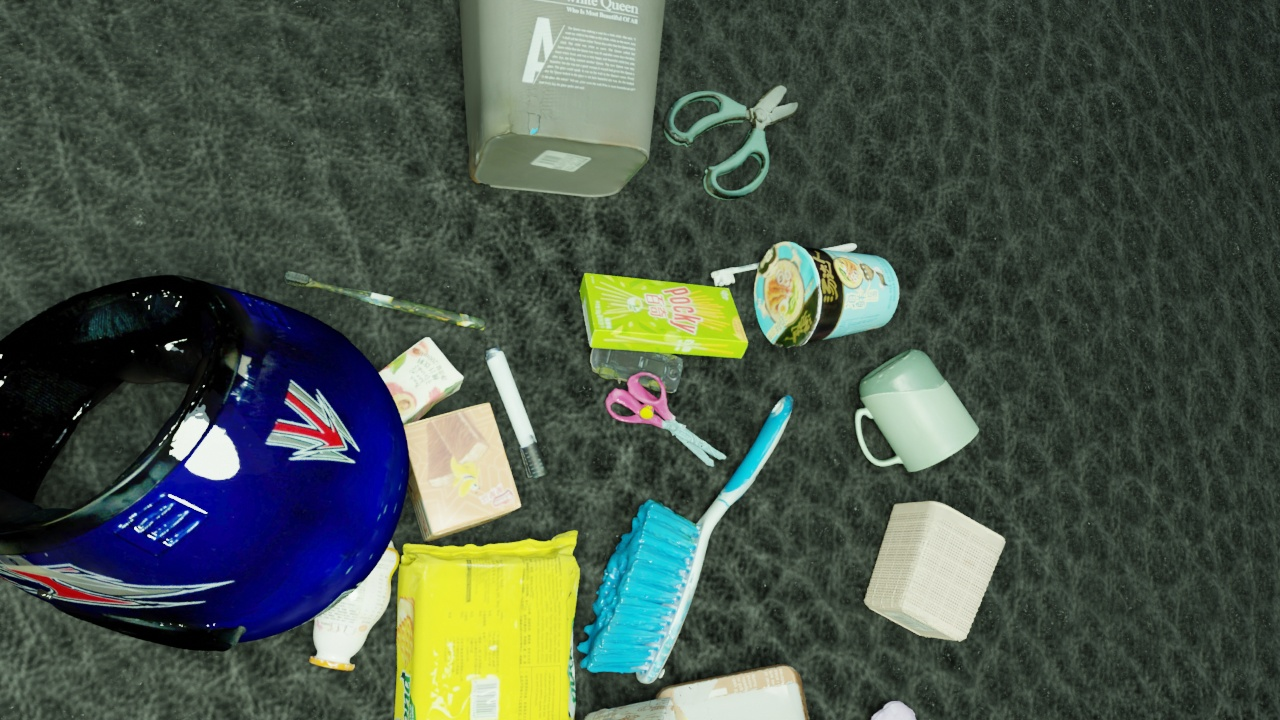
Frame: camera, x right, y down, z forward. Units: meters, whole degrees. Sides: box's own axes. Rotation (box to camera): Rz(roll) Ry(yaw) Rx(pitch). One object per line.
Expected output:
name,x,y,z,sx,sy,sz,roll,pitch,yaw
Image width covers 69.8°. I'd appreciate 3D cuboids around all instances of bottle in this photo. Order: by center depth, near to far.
bottle,-0.241,0.198,0.760,0.063,0.063,0.108,16,72,-14

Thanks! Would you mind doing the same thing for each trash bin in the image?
trash bin,-0.078,-0.287,0.873,0.199,0.199,0.219,3,81,-17

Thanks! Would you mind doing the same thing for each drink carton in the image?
drink carton,-0.222,0.038,0.816,0.122,0.046,0.053,-40,85,-23

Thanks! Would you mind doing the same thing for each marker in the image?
marker,-0.118,0.050,0.862,0.022,0.018,0.130,-21,84,-12

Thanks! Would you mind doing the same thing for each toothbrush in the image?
toothbrush,-0.235,-0.055,0.851,0.185,0.017,0.012,14,76,-14
toothbrush,0.158,-0.105,0.990,0.180,0.016,0.016,-14,89,-20

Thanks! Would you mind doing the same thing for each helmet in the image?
helmet,-0.320,0.084,0.670,0.316,0.240,0.246,-5,55,25

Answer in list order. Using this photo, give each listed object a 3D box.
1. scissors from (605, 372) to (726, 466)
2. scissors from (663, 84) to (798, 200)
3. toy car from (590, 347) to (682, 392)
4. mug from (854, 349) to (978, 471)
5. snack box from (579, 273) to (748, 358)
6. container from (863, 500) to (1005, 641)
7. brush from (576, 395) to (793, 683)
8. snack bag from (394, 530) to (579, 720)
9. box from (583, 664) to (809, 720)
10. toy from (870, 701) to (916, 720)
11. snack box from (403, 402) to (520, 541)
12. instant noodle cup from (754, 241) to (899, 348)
scissors,0.035,0.058,0.890,0.137,0.072,0.017,32,31,-12
scissors,0.099,-0.265,1.011,0.161,0.019,0.178,38,70,-5
toy car,-0.005,0.005,0.900,0.090,0.035,0.042,15,71,-8
mug,0.274,0.057,0.958,0.112,0.082,0.106,-34,89,9
snack box,0.022,-0.044,0.905,0.156,0.026,0.085,5,44,-16
container,0.289,0.211,0.914,0.090,0.090,0.110,29,72,-9
brush,0.048,0.153,0.864,0.109,0.061,0.314,27,74,-16
snack bag,-0.128,0.270,0.777,0.158,0.068,0.246,2,77,-17
box,0.055,0.359,0.726,0.217,0.158,0.180,-9,79,-6
toy,0.231,0.378,0.880,0.107,0.039,0.084,-39,105,-27
snack box,-0.160,0.098,0.795,0.077,0.093,0.094,-16,81,-21
instant noodle cup,0.198,-0.070,0.951,0.120,0.111,0.111,-5,78,-27
